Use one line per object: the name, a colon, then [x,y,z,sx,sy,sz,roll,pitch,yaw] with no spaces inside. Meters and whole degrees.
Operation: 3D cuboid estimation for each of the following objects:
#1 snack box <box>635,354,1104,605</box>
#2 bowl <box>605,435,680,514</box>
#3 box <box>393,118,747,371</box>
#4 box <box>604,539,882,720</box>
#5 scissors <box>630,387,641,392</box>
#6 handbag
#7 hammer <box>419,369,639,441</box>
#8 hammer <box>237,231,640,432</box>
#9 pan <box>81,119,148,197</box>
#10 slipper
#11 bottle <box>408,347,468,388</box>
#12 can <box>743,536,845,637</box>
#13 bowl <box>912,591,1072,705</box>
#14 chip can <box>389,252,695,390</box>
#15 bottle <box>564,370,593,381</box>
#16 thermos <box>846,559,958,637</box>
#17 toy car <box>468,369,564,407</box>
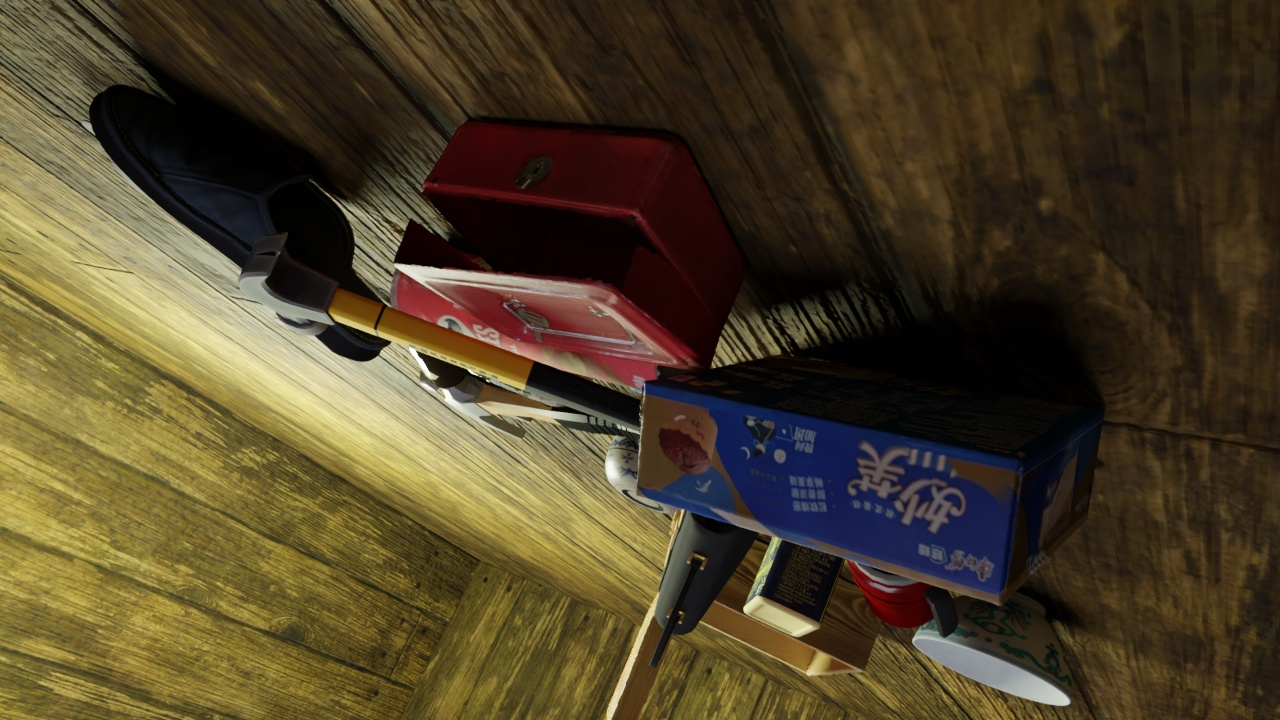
snack box: [0.124,0.050,0.504,0.203,0.069,0.154,11,-167,37]
bowl: [0.014,0.117,0.941,0.115,0.059,0.116,23,161,8]
box: [-0.035,-0.062,0.515,0.158,0.097,0.130,10,160,31]
box: [0.097,0.413,1.201,0.286,0.335,0.279,26,163,6]
scissors: [-0.001,0.005,0.745,0.095,0.015,0.143,35,163,-21]
handbag: [0.047,0.137,0.673,0.072,0.195,0.176,23,141,9]
hammer: [-0.090,0.051,0.940,0.329,0.039,0.131,6,153,44]
hammer: [-0.100,-0.001,0.591,0.324,0.034,0.170,21,168,-5]
pan: [-0.346,-0.104,0.858,0.354,0.024,0.217,35,166,-32]
slipper: [-0.273,-0.118,0.689,0.265,0.084,0.108,45,-160,-17]
bottle: [-0.201,-0.025,0.869,0.045,0.045,0.185,23,161,9]
can: [0.162,0.221,0.952,0.075,0.104,0.135,23,161,8]
bowl: [0.342,0.261,0.873,0.144,0.074,0.144,23,161,8]
chip can: [-0.068,-0.032,0.648,0.233,0.073,0.073,14,157,30]
bottle: [-0.113,-0.019,0.757,0.167,0.059,0.059,19,160,33]
thermos: [0.229,0.182,0.782,0.108,0.084,0.198,56,180,31]
toy car: [-0.106,0.005,0.821,0.113,0.048,0.040,20,164,18]
